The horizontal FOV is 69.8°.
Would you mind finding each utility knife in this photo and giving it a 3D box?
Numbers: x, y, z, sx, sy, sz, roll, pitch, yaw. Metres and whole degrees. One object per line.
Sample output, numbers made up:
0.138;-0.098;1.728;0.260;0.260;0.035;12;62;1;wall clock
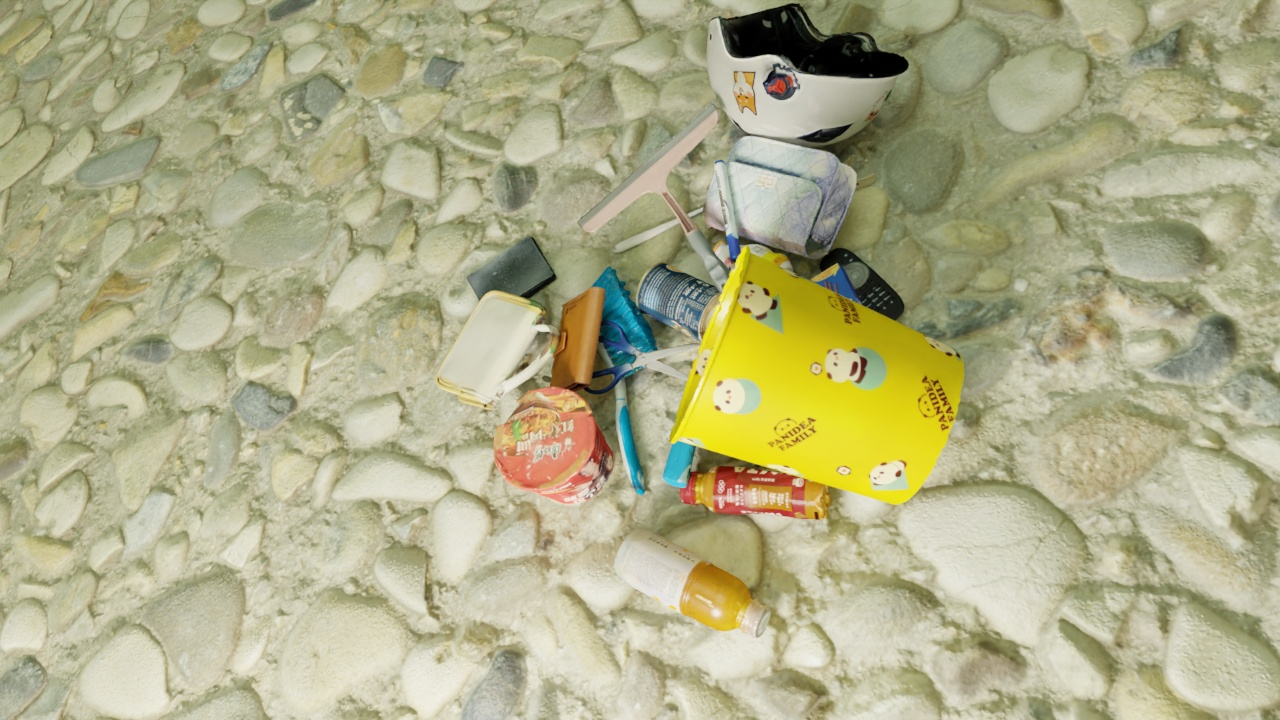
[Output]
0.070;0.057;1.159;0.034;0.018;0.237;-7;48;31;utility knife

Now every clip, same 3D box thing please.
0.264;-0.239;1.247;0.100;0.035;0.071;-32;57;-1;clip

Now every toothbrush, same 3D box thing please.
0.041;-0.198;1.322;0.180;0.016;0.016;-24;57;9;toothbrush

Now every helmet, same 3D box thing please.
0.210;-0.372;1.251;0.274;0.157;0.229;33;42;25;helmet

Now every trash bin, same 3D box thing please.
0.189;0.027;1.001;0.255;0.230;0.229;21;72;0;trash bin

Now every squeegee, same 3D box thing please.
0.066;-0.171;1.213;0.248;0.040;0.249;-38;61;15;squeegee

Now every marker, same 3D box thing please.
0.115;-0.198;1.207;0.017;0.017;0.145;-13;71;15;marker

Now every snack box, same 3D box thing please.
0.244;-0.037;1.143;0.085;0.026;0.157;-32;59;23;snack box

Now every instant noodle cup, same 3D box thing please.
-0.101;0.117;1.168;0.138;0.108;0.137;-9;62;17;instant noodle cup

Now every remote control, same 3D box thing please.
0.283;-0.092;1.171;0.053;0.024;0.136;-40;56;5;remote control

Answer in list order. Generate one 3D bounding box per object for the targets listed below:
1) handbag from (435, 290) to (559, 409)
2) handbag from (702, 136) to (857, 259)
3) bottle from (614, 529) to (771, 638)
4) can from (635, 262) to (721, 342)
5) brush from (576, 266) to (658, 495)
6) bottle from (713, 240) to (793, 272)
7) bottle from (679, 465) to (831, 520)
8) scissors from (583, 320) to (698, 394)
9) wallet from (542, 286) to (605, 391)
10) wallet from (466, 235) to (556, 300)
-0.183;-0.007;1.268;0.179;0.063;0.163;15;71;45;handbag
0.179;-0.219;1.214;0.194;0.075;0.134;26;96;45;handbag
0.060;0.260;1.059;0.190;0.068;0.068;22;75;29;bottle
0.060;-0.076;1.218;0.111;0.075;0.075;28;77;32;can
-0.018;0.021;1.221;0.109;0.060;0.314;-32;60;10;brush
0.146;-0.124;1.218;0.108;0.063;0.063;28;77;30;bottle
0.134;0.155;1.087;0.175;0.057;0.057;0;65;23;bottle
-0.009;-0.006;1.189;0.162;0.012;0.164;-36;62;12;scissors
-0.087;-0.022;1.218;0.119;0.035;0.130;-18;60;56;wallet
-0.195;-0.126;1.379;0.121;0.019;0.097;-34;57;1;wallet
